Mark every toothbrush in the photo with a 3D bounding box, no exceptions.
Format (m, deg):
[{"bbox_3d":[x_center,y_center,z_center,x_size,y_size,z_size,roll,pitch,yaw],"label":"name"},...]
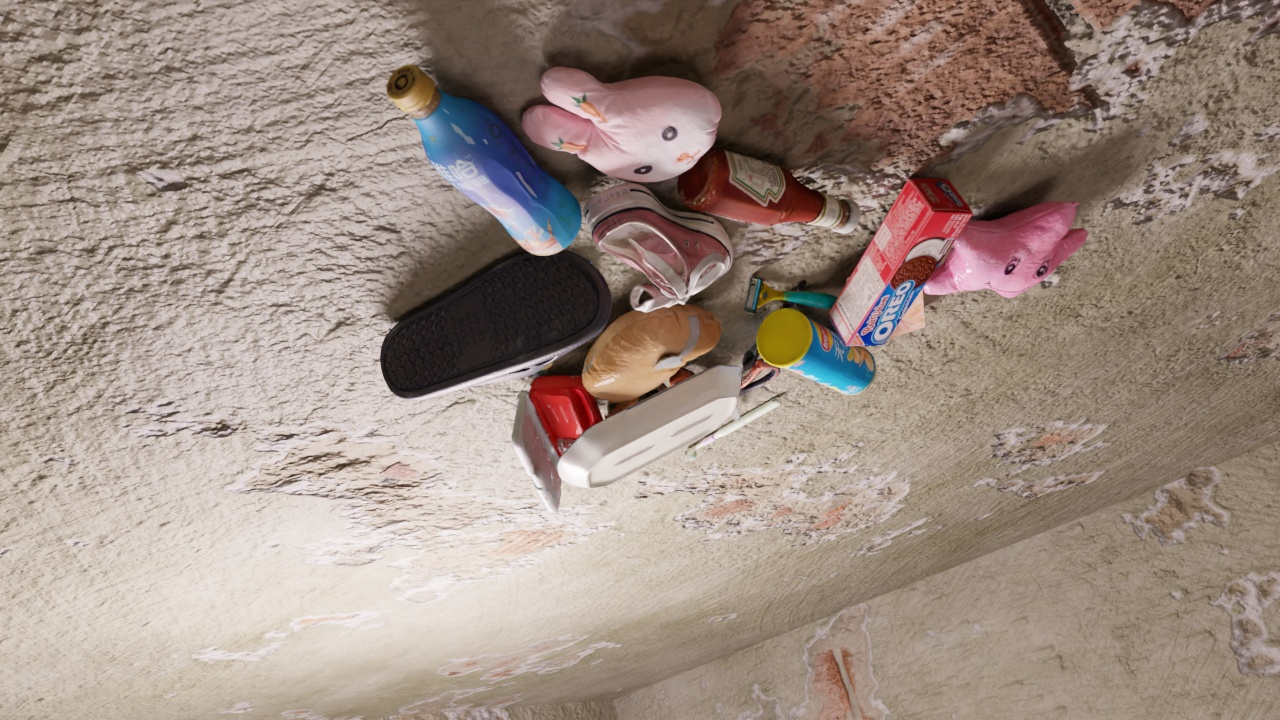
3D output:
[{"bbox_3d":[0.141,0.104,1.400,0.190,0.029,0.020,-35,106,32],"label":"toothbrush"},{"bbox_3d":[0.165,-0.042,1.150,0.014,0.016,0.189,-6,148,-24],"label":"toothbrush"}]

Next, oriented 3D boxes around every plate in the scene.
[{"bbox_3d":[0.020,0.091,1.155,0.265,0.034,0.162,-25,156,-14],"label":"plate"}]

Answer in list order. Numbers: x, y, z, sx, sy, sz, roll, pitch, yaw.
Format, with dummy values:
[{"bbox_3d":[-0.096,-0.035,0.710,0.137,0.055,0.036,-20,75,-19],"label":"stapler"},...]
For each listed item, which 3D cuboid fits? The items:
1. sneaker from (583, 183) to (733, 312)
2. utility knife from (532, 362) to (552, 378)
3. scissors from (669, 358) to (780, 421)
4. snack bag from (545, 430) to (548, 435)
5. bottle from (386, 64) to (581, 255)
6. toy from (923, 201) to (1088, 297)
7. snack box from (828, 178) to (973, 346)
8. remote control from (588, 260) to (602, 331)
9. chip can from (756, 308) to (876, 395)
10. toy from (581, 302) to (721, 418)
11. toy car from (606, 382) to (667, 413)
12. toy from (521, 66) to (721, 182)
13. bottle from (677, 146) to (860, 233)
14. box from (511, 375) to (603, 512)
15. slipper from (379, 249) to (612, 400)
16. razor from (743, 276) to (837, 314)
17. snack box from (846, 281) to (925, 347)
[{"bbox_3d":[0.029,-0.094,0.876,0.118,0.087,0.240,-24,164,21],"label":"sneaker"},{"bbox_3d":[-0.114,-0.016,1.053,0.031,0.019,0.179,-5,150,-9],"label":"utility knife"},{"bbox_3d":[0.114,0.043,1.254,0.189,0.015,0.225,-17,152,25],"label":"scissors"},{"bbox_3d":[-0.125,0.095,1.245,0.105,0.026,0.045,-17,145,-1],"label":"snack bag"},{"bbox_3d":[-0.121,-0.158,0.734,0.065,0.065,0.218,-23,151,15],"label":"bottle"},{"bbox_3d":[0.419,-0.127,1.043,0.194,0.074,0.179,2,148,-27],"label":"toy"},{"bbox_3d":[0.279,-0.103,1.008,0.057,0.058,0.208,-3,140,-23],"label":"snack box"},{"bbox_3d":[-0.069,-0.062,0.983,0.049,0.024,0.125,-12,153,-4],"label":"remote control"},{"bbox_3d":[0.228,-0.007,1.165,0.071,0.071,0.210,-30,152,27],"label":"chip can"},{"bbox_3d":[-0.006,0.006,1.080,0.143,0.082,0.227,6,148,-33],"label":"toy"},{"bbox_3d":[-0.004,0.052,1.214,0.091,0.035,0.042,-26,149,33],"label":"toy car"},{"bbox_3d":[-0.013,-0.190,0.744,0.159,0.054,0.122,6,154,-22],"label":"toy"},{"bbox_3d":[0.129,-0.154,0.872,0.205,0.059,0.060,6,146,-36],"label":"bottle"},{"bbox_3d":[-0.094,0.112,1.166,0.095,0.100,0.201,-1,145,11],"label":"box"},{"bbox_3d":[-0.142,-0.032,0.936,0.269,0.110,0.083,-20,168,22],"label":"slipper"},{"bbox_3d":[0.182,-0.072,1.070,0.132,0.028,0.043,3,104,-23],"label":"razor"},{"bbox_3d":[0.309,-0.070,1.148,0.084,0.026,0.157,-20,152,10],"label":"snack box"}]
